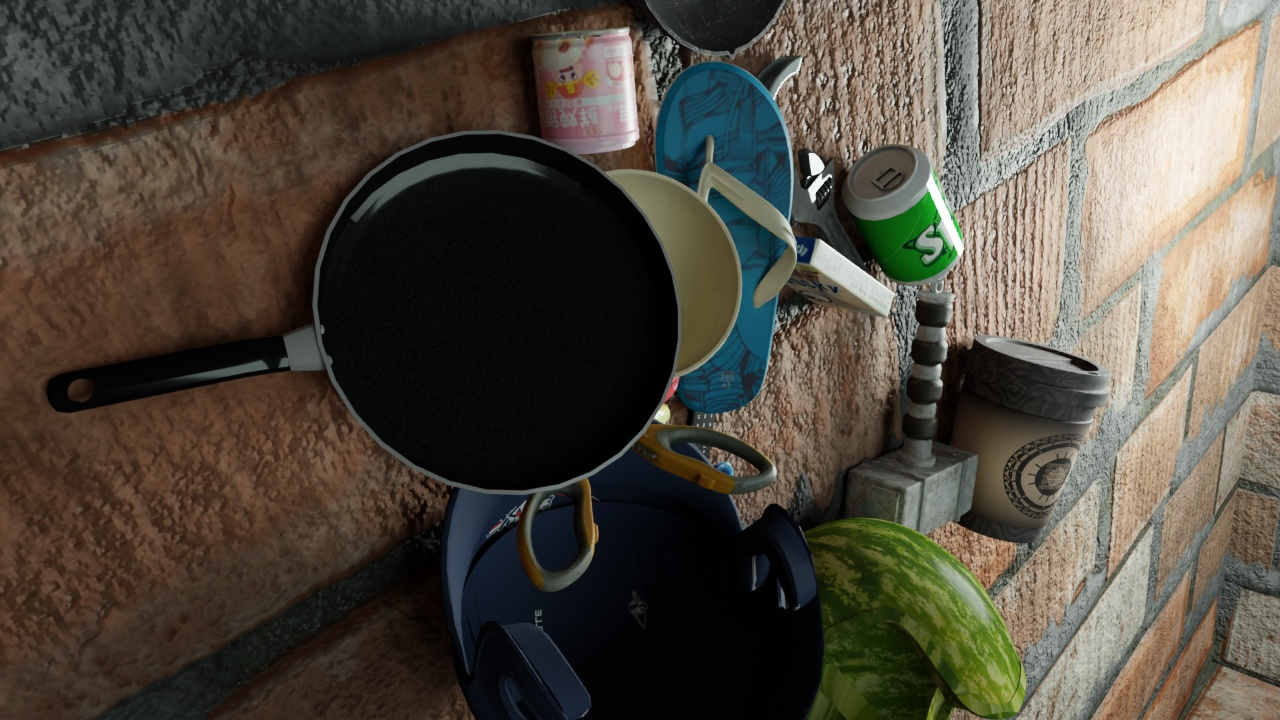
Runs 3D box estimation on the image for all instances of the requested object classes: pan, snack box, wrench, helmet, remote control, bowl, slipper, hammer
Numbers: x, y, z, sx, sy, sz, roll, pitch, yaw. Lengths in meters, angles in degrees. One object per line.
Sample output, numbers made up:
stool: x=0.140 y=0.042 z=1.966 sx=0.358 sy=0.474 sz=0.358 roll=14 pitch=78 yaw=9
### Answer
pan: x=0.102 y=-0.360 z=0.724 sx=0.355 sy=0.040 sz=0.208 roll=-28 pitch=121 yaw=-38
pan: x=-0.141 y=-0.017 z=0.539 sx=0.355 sy=0.034 sz=0.225 roll=-13 pitch=84 yaw=-24
snack box: x=0.162 y=-0.079 z=0.840 sx=0.150 sy=0.082 sz=0.026 roll=22 pitch=86 yaw=-46
wrench: x=0.188 y=-0.113 z=0.875 sx=0.073 sy=0.018 sz=0.273 roll=-62 pitch=145 yaw=-9
helmet: x=0.229 y=0.270 z=0.908 sx=0.242 sy=0.247 sz=0.214 roll=-46 pitch=167 yaw=-53
helmet: x=-0.026 y=0.163 z=0.637 sx=0.231 sy=0.224 sz=0.272 roll=-16 pitch=82 yaw=-30
remote control: x=0.056 y=0.048 z=0.823 sx=0.030 sy=0.009 sz=0.140 roll=-2 pitch=104 yaw=-45
bowl: x=-0.011 y=-0.052 z=0.659 sx=0.150 sy=0.075 sz=0.150 roll=4 pitch=78 yaw=-17
slipper: x=0.075 y=-0.086 z=0.738 sx=0.118 sy=0.060 sz=0.295 roll=-9 pitch=113 yaw=-18
hammer: x=0.320 y=0.041 z=1.038 sx=0.176 sy=0.080 sz=0.326 roll=-13 pitch=111 yaw=-43

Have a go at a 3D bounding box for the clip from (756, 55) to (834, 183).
clip: x=0.122 y=-0.190 z=0.804 sx=0.164 sy=0.032 sz=0.165 roll=3 pitch=99 yaw=-46

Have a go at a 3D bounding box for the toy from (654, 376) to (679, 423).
toy: x=-0.004 y=0.004 z=0.721 sx=0.091 sy=0.045 sz=0.135 roll=10 pitch=87 yaw=-42

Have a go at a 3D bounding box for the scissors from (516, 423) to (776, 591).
scissors: x=-0.016 y=0.062 z=0.610 sx=0.229 sy=0.224 sz=0.016 roll=7 pitch=130 yaw=-7

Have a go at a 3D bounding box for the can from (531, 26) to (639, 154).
can: x=-0.036 y=-0.181 z=0.616 sx=0.067 sy=0.067 sz=0.076 roll=-23 pitch=118 yaw=-39

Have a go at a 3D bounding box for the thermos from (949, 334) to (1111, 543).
thermos: x=0.471 y=0.099 z=1.156 sx=0.172 sy=0.173 sz=0.226 roll=-4 pitch=111 yaw=-45

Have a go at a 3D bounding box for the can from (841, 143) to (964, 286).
can: x=0.264 y=-0.143 z=0.918 sx=0.140 sy=0.088 sz=0.087 roll=46 pitch=69 yaw=-43

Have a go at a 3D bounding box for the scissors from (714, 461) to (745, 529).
scissors: x=0.074 y=0.159 z=0.877 sx=0.133 sy=0.011 sz=0.140 roll=-3 pitch=104 yaw=-43
